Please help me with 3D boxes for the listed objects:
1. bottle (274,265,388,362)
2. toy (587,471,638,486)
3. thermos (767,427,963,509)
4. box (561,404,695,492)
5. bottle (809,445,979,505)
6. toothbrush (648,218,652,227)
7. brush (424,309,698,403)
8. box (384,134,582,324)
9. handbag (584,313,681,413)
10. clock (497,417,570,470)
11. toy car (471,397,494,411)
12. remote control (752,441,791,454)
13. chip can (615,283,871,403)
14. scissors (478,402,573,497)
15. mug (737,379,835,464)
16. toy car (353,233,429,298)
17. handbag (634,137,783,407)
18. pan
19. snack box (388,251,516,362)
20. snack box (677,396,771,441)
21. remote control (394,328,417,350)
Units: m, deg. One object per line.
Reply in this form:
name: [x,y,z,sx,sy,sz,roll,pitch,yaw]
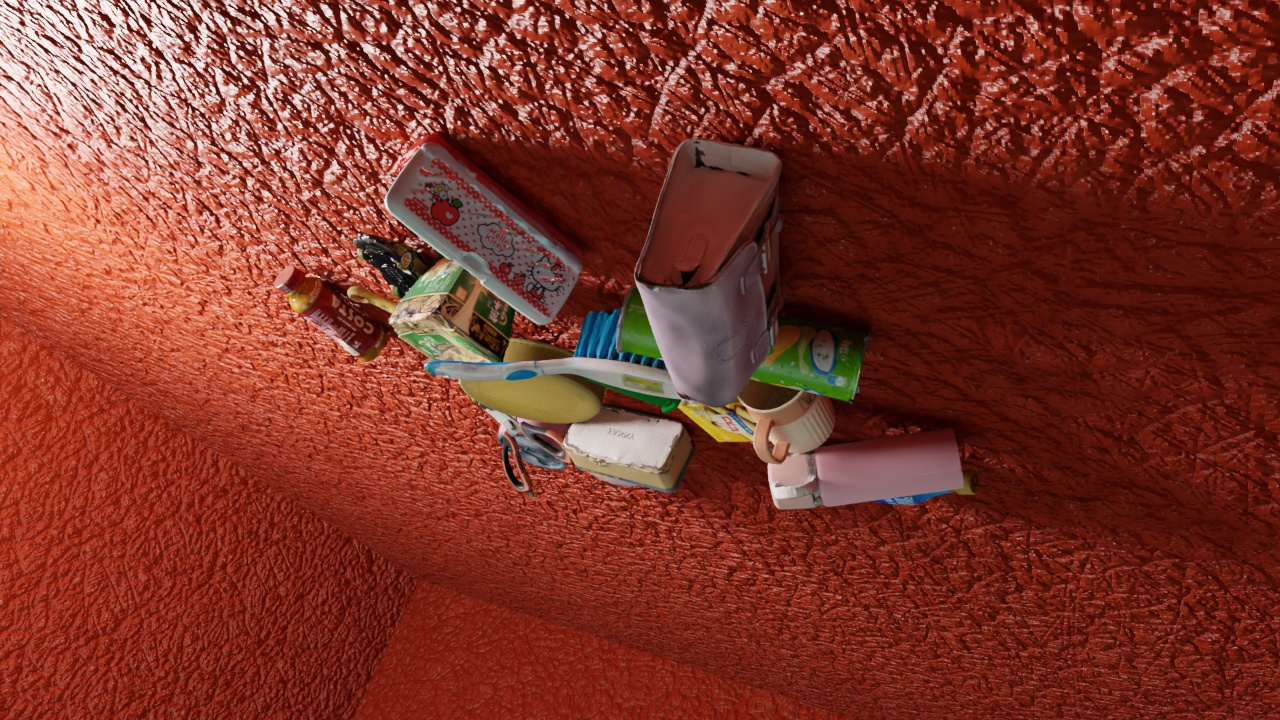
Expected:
bottle: [-0.437,-0.066,1.299,0.058,0.057,0.175,2,148,40]
toy: [-0.047,0.152,1.394,0.121,0.054,0.159,13,163,15]
thermos: [0.237,0.119,0.976,0.199,0.067,0.087,-9,-178,12]
box: [-0.012,0.118,1.263,0.184,0.089,0.062,14,150,28]
bottle: [0.281,0.134,1.064,0.219,0.065,0.065,-2,145,44]
toothbrush: [0.027,-0.080,0.912,0.012,0.017,0.186,13,155,17]
brush: [-0.070,-0.006,0.976,0.315,0.109,0.060,11,155,13]
box: [-0.157,-0.119,0.894,0.201,0.101,0.095,37,151,-27]
handbag: [-0.006,0.006,1.069,0.131,0.068,0.120,22,163,1]
clock: [-0.165,0.124,1.446,0.117,0.059,0.159,28,153,-12]
toy car: [-0.233,0.027,1.315,0.049,0.031,0.106,-10,120,39]
remote control: [0.197,0.126,1.178,0.056,0.020,0.136,-7,142,47]
chip can: [0.098,-0.018,0.890,0.236,0.072,0.072,12,154,11]
scissors: [-0.184,0.109,1.359,0.222,0.015,0.189,36,130,9]
mug: [0.150,0.054,0.962,0.082,0.114,0.106,5,152,32]
toy car: [-0.280,-0.109,1.091,0.070,0.042,0.158,15,161,21]
handbag: [0.064,-0.064,0.761,0.098,0.144,0.197,18,156,19]
pan: [-0.213,-0.009,1.199,0.357,0.078,0.198,17,155,-15]
snack box: [-0.203,-0.059,1.054,0.118,0.105,0.117,-1,148,45]
snack box: [0.123,0.063,1.102,0.141,0.033,0.087,-4,144,48]
remote control: [-0.282,-0.032,1.279,0.135,0.019,0.056,3,148,38]
